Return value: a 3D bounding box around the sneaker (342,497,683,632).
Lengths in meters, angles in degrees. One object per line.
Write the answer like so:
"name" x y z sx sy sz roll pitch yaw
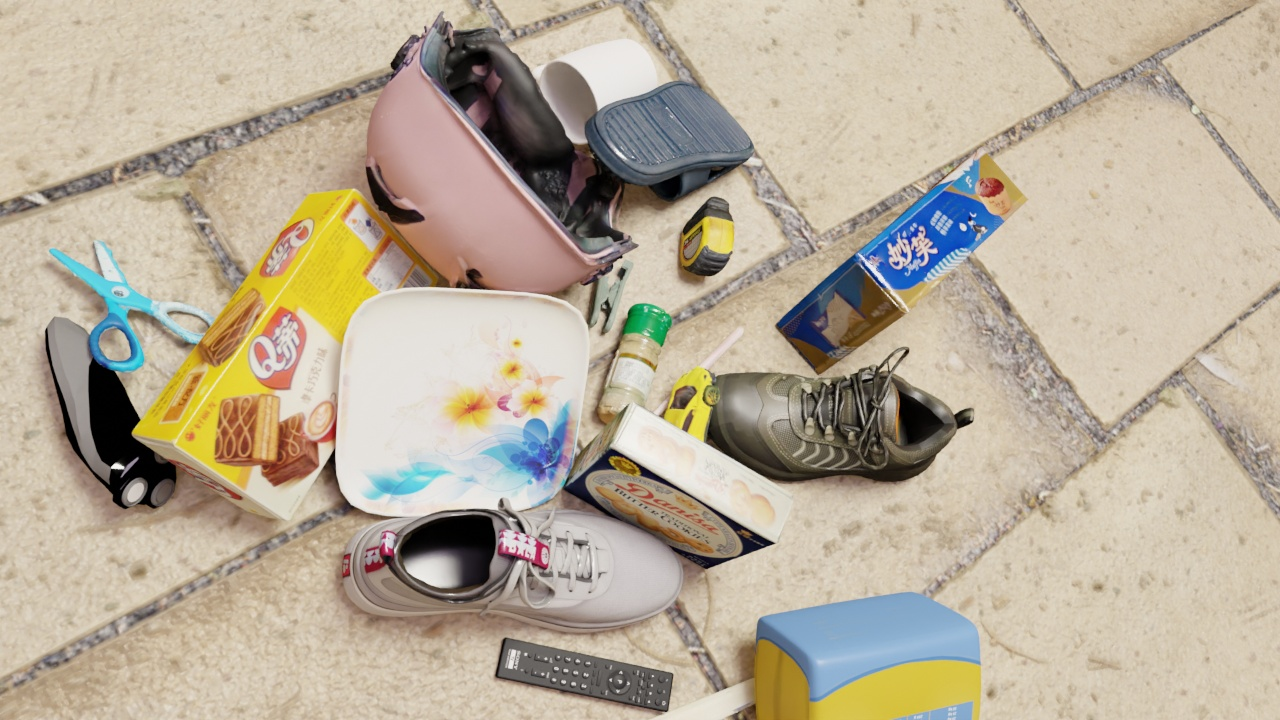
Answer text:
"sneaker" -0.080 0.148 0.680 0.262 0.129 0.096 7 70 -20

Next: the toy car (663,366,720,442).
"toy car" 0.038 0.055 0.789 0.030 0.049 0.106 21 76 -29

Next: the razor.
"razor" -0.388 0.035 0.661 0.060 0.057 0.156 -42 78 1

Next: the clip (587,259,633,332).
"clip" -0.023 -0.059 0.839 0.049 0.023 0.078 7 66 -16

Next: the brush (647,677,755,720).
"brush" 0.093 0.273 0.758 0.217 0.012 0.033 -15 76 -22

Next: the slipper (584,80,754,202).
"slipper" 0.017 -0.197 0.860 0.101 0.083 0.262 53 35 4

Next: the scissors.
"scissors" -0.396 -0.041 0.687 0.140 0.013 0.114 36 35 -6

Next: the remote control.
"remote control" -0.042 0.247 0.719 0.140 0.009 0.030 16 66 -11

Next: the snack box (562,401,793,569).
"snack box" 0.024 0.104 0.722 0.144 0.145 0.042 30 64 -6

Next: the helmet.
"helmet" -0.125 -0.145 0.731 0.230 0.153 0.255 49 15 -26

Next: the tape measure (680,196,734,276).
"tape measure" 0.065 -0.111 0.864 0.037 0.066 0.064 10 62 -20

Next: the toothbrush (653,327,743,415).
"toothbrush" 0.040 0.028 0.831 0.018 0.016 0.180 48 63 -5

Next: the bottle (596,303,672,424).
"bottle" -0.005 0.005 0.809 0.043 0.043 0.110 22 65 -10

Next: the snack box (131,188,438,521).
"snack box" -0.255 -0.009 0.686 0.110 0.062 0.229 52 53 -42

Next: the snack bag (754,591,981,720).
"snack bag" 0.178 0.302 0.729 0.158 0.102 0.205 -3 97 -20

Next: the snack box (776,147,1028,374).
"snack box" 0.245 -0.092 0.869 0.202 0.155 0.069 -39 85 -28

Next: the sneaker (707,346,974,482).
"sneaker" 0.180 0.051 0.798 0.237 0.143 0.101 9 68 -16

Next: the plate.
"plate" -0.136 0.033 0.706 0.186 0.016 0.187 1 111 -23

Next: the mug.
"mug" -0.050 -0.269 0.887 0.114 0.081 0.087 32 51 30
